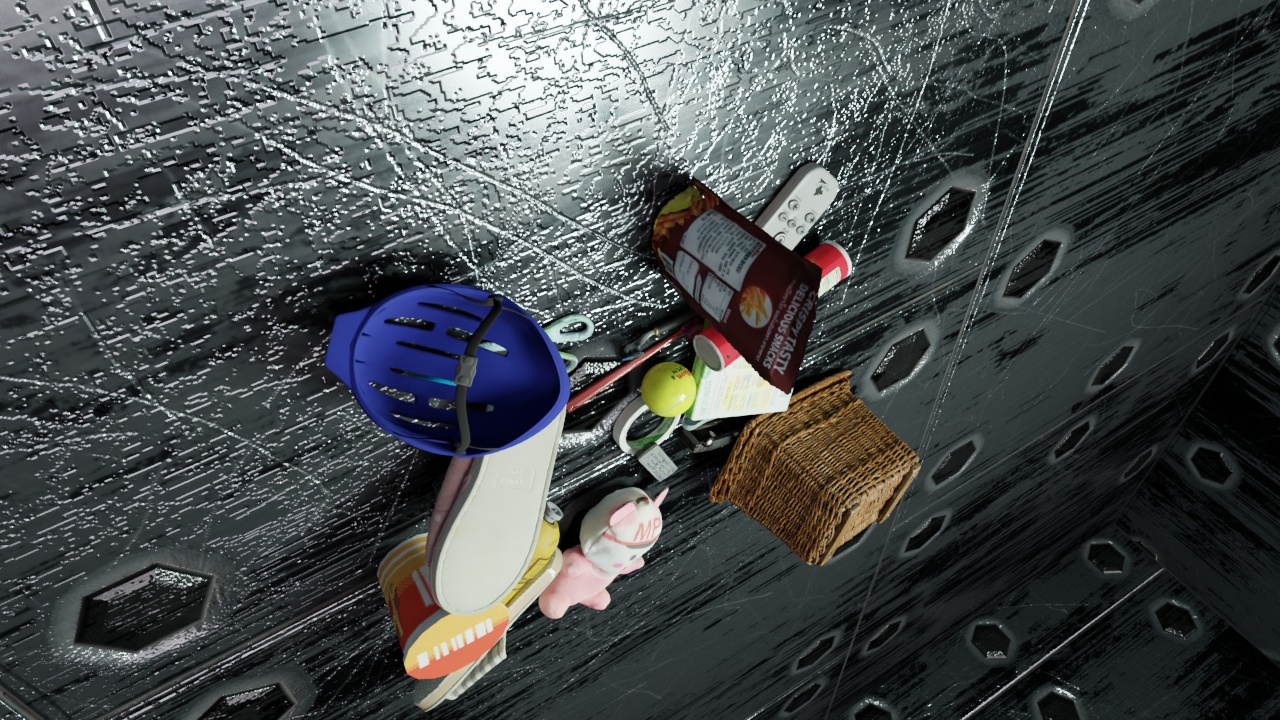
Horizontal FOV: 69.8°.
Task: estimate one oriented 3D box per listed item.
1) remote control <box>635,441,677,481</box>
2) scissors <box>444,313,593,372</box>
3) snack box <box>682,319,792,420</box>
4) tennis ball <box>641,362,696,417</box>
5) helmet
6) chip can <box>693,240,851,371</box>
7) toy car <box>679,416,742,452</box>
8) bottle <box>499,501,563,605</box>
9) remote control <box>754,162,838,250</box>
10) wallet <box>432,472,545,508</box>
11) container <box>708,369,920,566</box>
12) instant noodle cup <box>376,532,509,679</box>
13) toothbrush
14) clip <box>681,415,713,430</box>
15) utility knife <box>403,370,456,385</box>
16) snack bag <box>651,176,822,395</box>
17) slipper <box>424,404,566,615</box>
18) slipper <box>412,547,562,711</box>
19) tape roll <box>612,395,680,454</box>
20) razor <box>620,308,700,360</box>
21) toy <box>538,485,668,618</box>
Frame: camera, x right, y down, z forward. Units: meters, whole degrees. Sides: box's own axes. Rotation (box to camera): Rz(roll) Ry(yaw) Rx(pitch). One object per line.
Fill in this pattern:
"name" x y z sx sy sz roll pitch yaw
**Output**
"remote control" 0.022 0.134 1.209 0.033 0.013 0.136 -36 155 -1
"scissors" -0.126 -0.010 0.938 0.174 0.032 0.093 -2 131 -36
"snack box" 0.136 0.006 1.155 0.167 0.027 0.132 -3 116 -37
"tennis ball" 0.033 0.034 1.088 0.065 0.065 0.065 -25 142 -22
"helmet" -0.137 0.012 0.777 0.241 0.228 0.147 15 86 -32
"chip can" 0.157 -0.066 1.081 0.214 0.052 0.052 -36 145 -21
"toy car" 0.095 0.101 1.237 0.092 0.040 0.037 -12 137 -37
"bottle" -0.157 0.241 1.130 0.164 0.071 0.071 -48 144 10
"remote control" 0.164 -0.154 1.046 0.151 0.019 0.074 -51 144 14
"wallet" -0.170 0.156 1.048 0.100 0.054 0.132 -36 140 -9
"container" 0.259 0.156 1.296 0.249 0.183 0.163 -23 144 -41
"instant noodle cup" -0.234 0.273 1.049 0.123 0.121 0.124 -25 142 -22
"toothbrush" -0.006 0.006 1.063 0.189 0.016 0.016 -33 148 -11
"clip" 0.131 0.030 1.209 0.162 0.028 0.115 -17 137 -31
"utility knife" -0.165 0.020 0.933 0.185 0.015 0.031 11 123 -49
"snack bag" 0.091 -0.078 0.897 0.066 0.208 0.139 -13 136 -34
"slipper" -0.152 0.135 0.967 0.114 0.054 0.274 18 93 -30
"slipper" -0.192 0.348 1.189 0.054 0.114 0.273 41 94 -12
"tape roll" 0.009 0.078 1.153 0.093 0.018 0.094 -25 141 -22
"razor" 0.039 -0.042 1.053 0.144 0.022 0.043 -31 -174 -21
"toy" -0.048 0.252 1.233 0.141 0.084 0.213 8 125 -52
